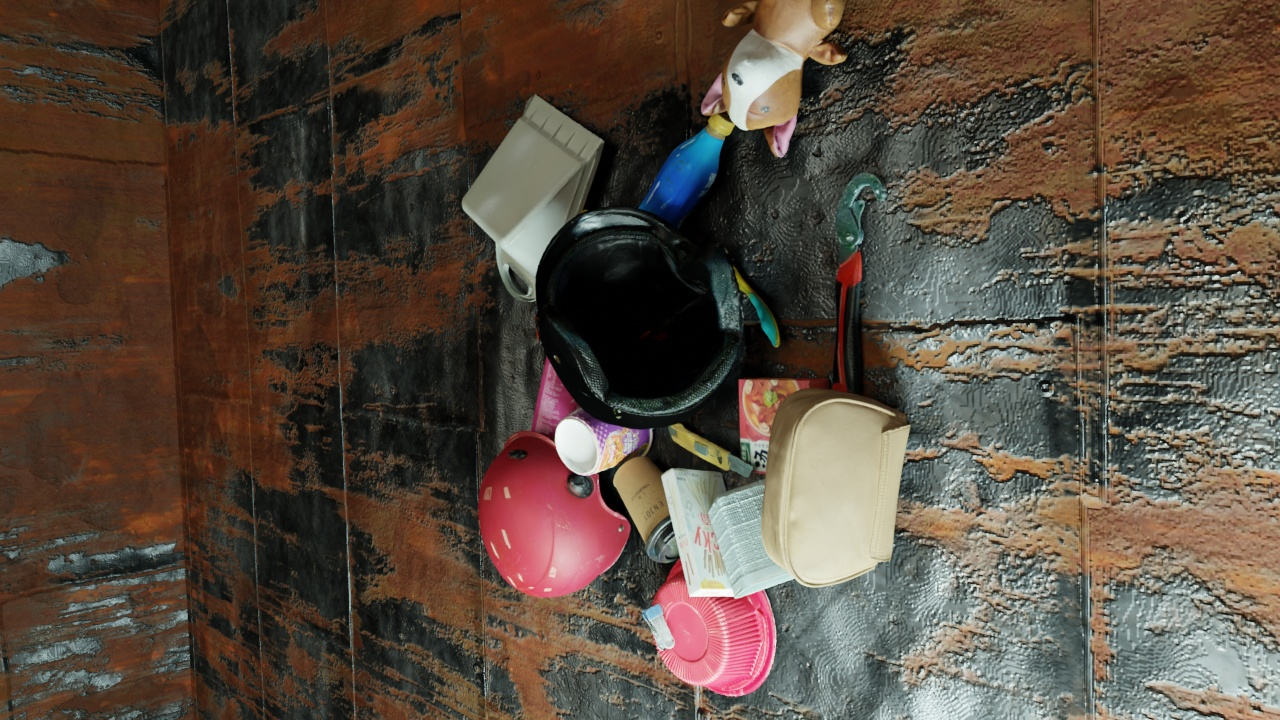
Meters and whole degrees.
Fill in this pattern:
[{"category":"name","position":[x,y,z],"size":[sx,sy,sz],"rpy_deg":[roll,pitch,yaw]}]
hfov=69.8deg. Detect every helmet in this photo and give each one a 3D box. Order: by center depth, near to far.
[{"category":"helmet","position":[-0.007,-0.044,1.109],"size":[0.231,0.233,0.274],"rpy_deg":[96,149,-65]},{"category":"helmet","position":[-0.147,0.232,1.294],"size":[0.208,0.143,0.240],"rpy_deg":[-30,98,43]}]

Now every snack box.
[{"category":"snack box","position":[0.159,0.077,1.079],"size":[0.127,0.044,0.113],"rpy_deg":[0,94,46]},{"category":"snack box","position":[0.080,0.209,1.121],"size":[0.027,0.084,0.156],"rpy_deg":[-40,53,40]}]

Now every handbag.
[{"category":"handbag","position":[0.203,0.131,0.978],"size":[0.100,0.147,0.204],"rpy_deg":[-144,59,-72]}]

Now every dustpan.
[{"category":"dustpan","position":[-0.153,-0.228,1.385],"size":[0.258,0.142,0.222],"rpy_deg":[-49,47,3]}]

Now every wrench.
[{"category":"wrench","position":[0.234,-0.069,1.013],"size":[0.056,0.016,0.273],"rpy_deg":[11,100,45]}]

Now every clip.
[{"category":"clip","position":[0.024,0.339,1.162],"size":[0.039,0.026,0.058],"rpy_deg":[-42,71,52]}]

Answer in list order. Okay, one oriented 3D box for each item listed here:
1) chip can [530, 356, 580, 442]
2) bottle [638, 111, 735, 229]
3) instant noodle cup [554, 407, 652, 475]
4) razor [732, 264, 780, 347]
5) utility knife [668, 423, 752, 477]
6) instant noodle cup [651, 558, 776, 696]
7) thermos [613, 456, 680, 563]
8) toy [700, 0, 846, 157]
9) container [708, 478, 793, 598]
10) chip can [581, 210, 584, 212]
[{"category":"chip can","position":[-0.117,0.056,1.344],"size":[0.071,0.071,0.211],"rpy_deg":[31,115,40]},{"category":"bottle","position":[0.049,-0.218,1.155],"size":[0.065,0.065,0.219],"rpy_deg":[56,129,27]},{"category":"instant noodle cup","position":[-0.055,0.103,1.250],"size":[0.112,0.099,0.112],"rpy_deg":[16,117,35]},{"category":"razor","position":[0.134,-0.066,1.105],"size":[0.132,0.028,0.043],"rpy_deg":[57,152,31]},{"category":"utility knife","position":[0.086,0.111,1.152],"size":[0.196,0.020,0.031],"rpy_deg":[19,118,55]},{"category":"instant noodle cup","position":[0.079,0.340,1.169],"size":[0.194,0.065,0.194],"rpy_deg":[6,98,46]},{"category":"thermos","position":[0.024,0.194,1.202],"size":[0.143,0.093,0.093],"rpy_deg":[51,126,40]},{"category":"toy","position":[0.147,-0.337,1.015],"size":[0.140,0.130,0.200],"rpy_deg":[41,130,17]},{"category":"container","position":[0.137,0.204,1.066],"size":[0.090,0.090,0.111],"rpy_deg":[102,150,-67]},{"category":"chip can","position":[-0.059,-0.094,1.248],"size":[0.073,0.073,0.216],"rpy_deg":[7,88,46]}]
